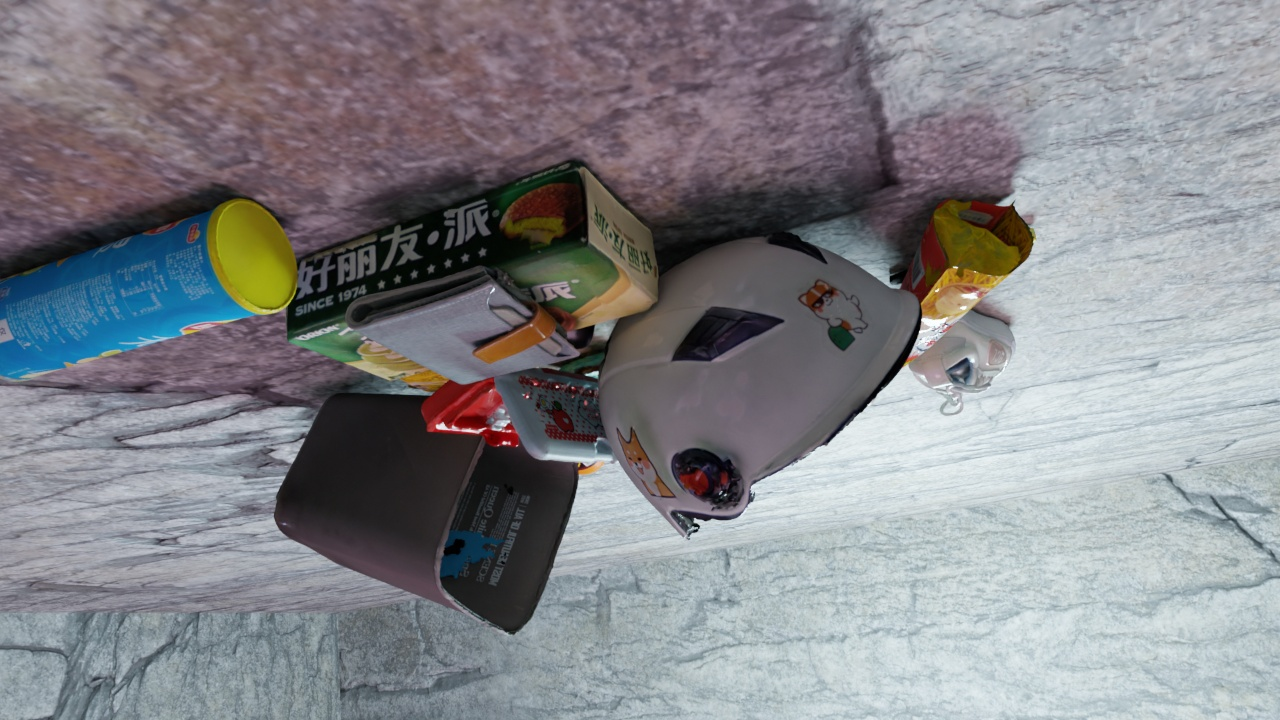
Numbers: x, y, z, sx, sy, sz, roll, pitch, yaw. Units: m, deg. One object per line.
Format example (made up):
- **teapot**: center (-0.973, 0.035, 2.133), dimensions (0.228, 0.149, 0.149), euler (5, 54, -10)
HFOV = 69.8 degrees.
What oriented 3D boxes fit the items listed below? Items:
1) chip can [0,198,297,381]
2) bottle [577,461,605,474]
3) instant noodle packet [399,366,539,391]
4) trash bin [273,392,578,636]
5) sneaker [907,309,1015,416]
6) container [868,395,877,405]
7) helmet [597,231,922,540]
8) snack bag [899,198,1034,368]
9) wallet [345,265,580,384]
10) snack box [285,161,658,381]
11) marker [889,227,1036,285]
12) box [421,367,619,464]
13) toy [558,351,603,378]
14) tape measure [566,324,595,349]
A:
- **chip can**: center (-0.327, -0.041, 0.585), dimensions (0.210, 0.071, 0.071), euler (-13, 161, 18)
- **bottle**: center (-0.084, 0.090, 1.102), dimensions (0.067, 0.066, 0.149), euler (-11, 155, 10)
- **instant noodle packet**: center (-0.159, -0.001, 0.815), dimensions (0.128, 0.044, 0.111), euler (-6, 164, 4)
- **trash bin**: center (-0.208, 0.137, 0.902), dimensions (0.220, 0.198, 0.199), euler (6, 152, 25)
- **sneaker**: center (0.339, 0.006, 0.957), dimensions (0.090, 0.090, 0.242), euler (-18, 160, 32)
- **container**: center (0.157, -0.002, 0.869), dimensions (0.090, 0.090, 0.110), euler (-18, 156, 31)
- **helmet**: center (0.061, -0.002, 0.689), dimensions (0.157, 0.229, 0.275), euler (41, 150, -3)
- **snack bag**: center (0.225, -0.039, 0.745), dimensions (0.128, 0.073, 0.208), euler (-42, 166, -31)
- **wallet**: center (-0.108, -0.016, 0.598), dimensions (0.107, 0.037, 0.129), euler (-12, 160, 17)
- **snack box**: center (-0.118, -0.053, 0.640), dimensions (0.240, 0.063, 0.114), euler (-14, 159, 21)
- **marker**: center (0.269, -0.085, 0.774), dimensions (0.124, 0.015, 0.018), euler (-18, 154, 34)
- **box**: center (-0.077, 0.060, 0.760), dimensions (0.094, 0.100, 0.200), euler (-37, 159, 18)
- **toy**: center (-0.053, 0.010, 0.904), dimensions (0.092, 0.030, 0.096), euler (-22, 178, 31)
- **tape measure**: center (-0.060, -0.037, 0.723), dimensions (0.039, 0.057, 0.058), euler (1, 137, -20)
